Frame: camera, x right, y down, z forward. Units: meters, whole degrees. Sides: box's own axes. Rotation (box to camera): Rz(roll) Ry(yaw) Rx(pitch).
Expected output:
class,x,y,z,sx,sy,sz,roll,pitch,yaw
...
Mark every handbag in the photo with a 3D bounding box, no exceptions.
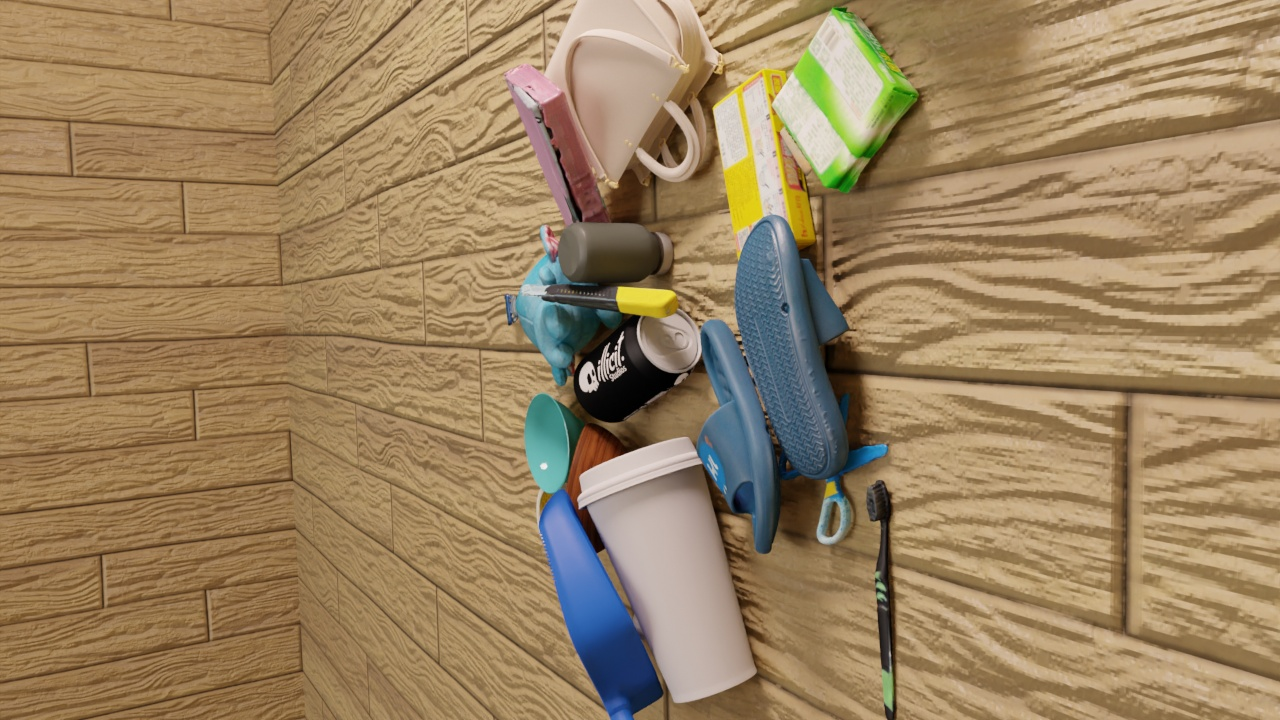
class,x,y,z,sx,sy,sz,roll,pitch,yaw
handbag,0.001,-0.256,0.891,0.197,0.101,0.195,60,141,17

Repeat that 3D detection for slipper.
class,x,y,z,sx,sy,sz,roll,pitch,yaw
slipper,0.078,0.061,0.791,0.104,0.059,0.213,88,170,-64
slipper,0.125,-0.011,0.735,0.104,0.059,0.213,156,102,-67

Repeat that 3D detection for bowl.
class,x,y,z,sx,sy,sz,roll,pitch,yaw
bowl,-0.036,0.145,0.985,0.147,0.069,0.147,12,-92,-85
bowl,-0.095,0.098,1.113,0.121,0.046,0.121,10,102,58

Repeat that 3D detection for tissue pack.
class,x,y,z,sx,sy,sz,roll,pitch,yaw
tissue pack,0.150,-0.196,0.695,0.100,0.034,0.114,-55,48,42

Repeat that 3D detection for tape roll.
class,x,y,z,sx,sy,sz,roll,pitch,yaw
tape roll,-0.104,0.200,1.166,0.094,0.019,0.094,10,101,58

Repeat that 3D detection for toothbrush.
class,x,y,z,sx,sy,sz,roll,pitch,yaw
toothbrush,0.184,0.184,0.699,0.014,0.017,0.188,2,96,57

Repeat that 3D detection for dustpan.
class,x,y,z,sx,sy,sz,roll,pitch,yaw
dustpan,-0.017,0.288,0.854,0.257,0.059,0.246,53,165,45

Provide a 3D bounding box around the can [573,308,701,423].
class,x,y,z,sx,sy,sz,roll,pitch,yaw
can,-0.005,0.005,0.925,0.146,0.080,0.080,-38,61,53

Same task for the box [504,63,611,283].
class,x,y,z,sx,sy,sz,roll,pitch,yaw
box,-0.077,-0.187,0.952,0.098,0.041,0.233,47,165,42

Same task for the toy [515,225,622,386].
class,x,y,z,sx,sy,sz,roll,pitch,yaw
toy,-0.079,-0.053,1.016,0.180,0.115,0.183,-117,20,-66

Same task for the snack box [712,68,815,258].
class,x,y,z,sx,sy,sz,roll,pitch,yaw
snack box,0.104,-0.161,0.782,0.075,0.025,0.152,-21,75,57

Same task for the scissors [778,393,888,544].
class,x,y,z,sx,sy,sz,roll,pitch,yaw
scissors,0.154,0.092,0.738,0.126,0.016,0.125,-33,65,54

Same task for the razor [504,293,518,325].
class,x,y,z,sx,sy,sz,roll,pitch,yaw
razor,-0.140,-0.079,1.196,0.141,0.018,0.044,-16,79,54

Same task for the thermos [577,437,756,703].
class,x,y,z,sx,sy,sz,roll,pitch,yaw
thermos,0.031,0.195,0.858,0.132,0.131,0.221,-36,71,54

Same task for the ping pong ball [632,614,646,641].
class,x,y,z,sx,sy,sz,roll,pitch,yaw
ping pong ball,0.012,0.275,0.964,0.040,0.040,0.040,10,102,58

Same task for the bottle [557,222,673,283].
class,x,y,z,sx,sy,sz,roll,pitch,yaw
bottle,-0.024,-0.107,0.916,0.060,0.108,0.060,10,102,58

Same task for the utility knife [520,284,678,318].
class,x,y,z,sx,sy,sz,roll,pitch,yaw
utility knife,-0.048,-0.063,0.895,0.198,0.028,0.020,10,129,37
